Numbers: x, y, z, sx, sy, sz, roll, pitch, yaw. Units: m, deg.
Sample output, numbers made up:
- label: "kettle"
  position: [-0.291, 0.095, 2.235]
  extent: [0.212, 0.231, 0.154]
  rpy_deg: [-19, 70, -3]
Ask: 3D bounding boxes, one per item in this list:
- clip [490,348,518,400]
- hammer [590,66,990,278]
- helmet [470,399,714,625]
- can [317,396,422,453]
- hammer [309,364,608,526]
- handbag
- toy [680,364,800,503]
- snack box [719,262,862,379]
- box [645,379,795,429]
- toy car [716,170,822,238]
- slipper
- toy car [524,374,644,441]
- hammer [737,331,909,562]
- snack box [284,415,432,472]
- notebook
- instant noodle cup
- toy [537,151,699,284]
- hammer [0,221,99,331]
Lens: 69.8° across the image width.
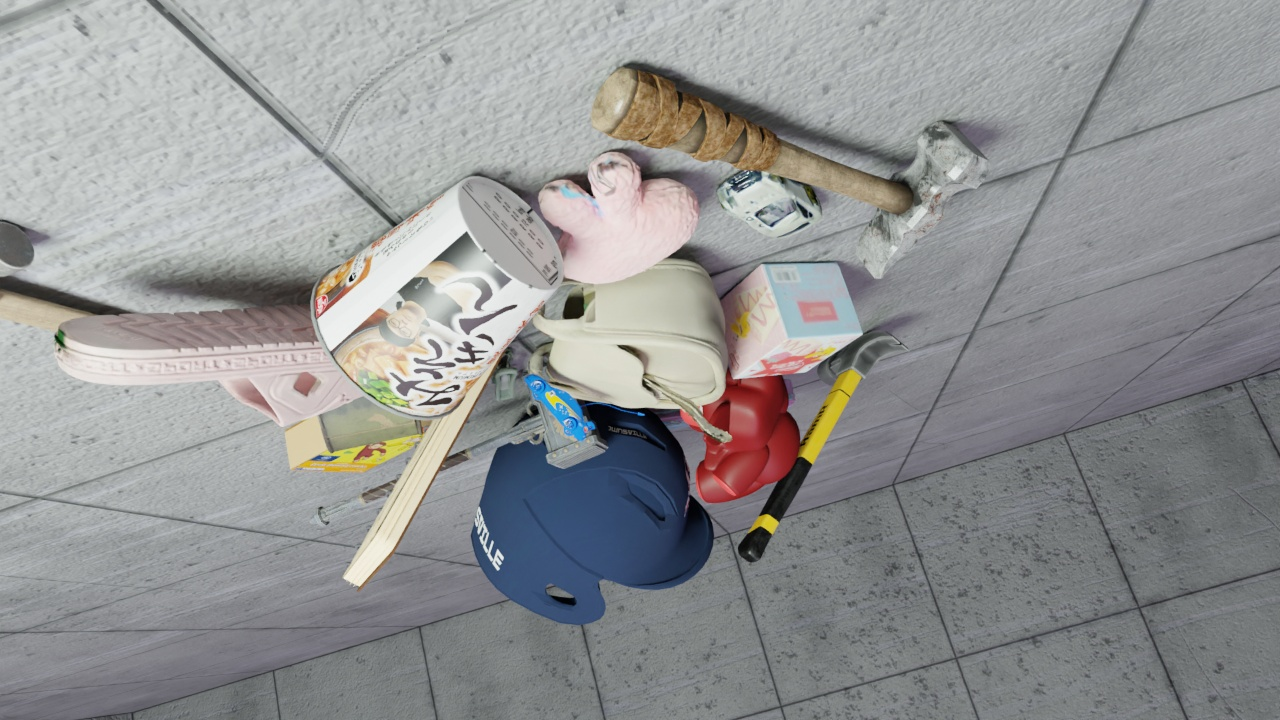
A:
- label: "clip"
  position: [-0.131, 0.014, 0.874]
  extent: [0.023, 0.044, 0.076]
  rpy_deg: [-13, 161, -15]
- label: "hammer"
  position: [0.102, -0.128, 0.603]
  extent: [0.318, 0.049, 0.122]
  rpy_deg: [7, 133, -40]
- label: "helmet"
  position: [-0.037, 0.150, 1.030]
  extent: [0.272, 0.232, 0.224]
  rpy_deg: [20, 117, -20]
- label: "can"
  position: [-0.218, 0.023, 0.727]
  extent: [0.074, 0.089, 0.090]
  rpy_deg: [-12, 162, -13]
- label: "hammer"
  position: [-0.198, 0.105, 0.935]
  extent: [0.322, 0.098, 0.044]
  rpy_deg: [-23, 161, 9]
- label: "handbag"
  position: [-0.005, 0.005, 0.790]
  extent: [0.184, 0.131, 0.229]
  rpy_deg: [-4, 163, -9]
- label: "toy"
  position: [0.104, 0.058, 0.979]
  extent: [0.121, 0.158, 0.197]
  rpy_deg: [15, 155, 24]
- label: "snack box"
  position: [0.136, -0.037, 0.867]
  extent: [0.092, 0.079, 0.095]
  rpy_deg: [-4, 159, -31]
- label: "box"
  position: [0.085, 0.060, 1.148]
  extent: [0.214, 0.033, 0.076]
  rpy_deg: [-8, 165, -9]
- label: "toy car"
  position: [0.098, -0.114, 0.684]
  extent: [0.048, 0.033, 0.105]
  rpy_deg: [-25, 159, 29]
- label: "slipper"
  position: [-0.246, 0.006, 0.598]
  extent: [0.094, 0.064, 0.238]
  rpy_deg: [21, -164, 36]
- label: "toy car"
  position: [-0.050, 0.033, 0.806]
  extent: [0.061, 0.092, 0.033]
  rpy_deg: [-40, 172, -12]
- label: "hammer"
  position: [0.199, 0.093, 1.047]
  extent: [0.323, 0.034, 0.170]
  rpy_deg: [-55, -174, -25]
- label: "snack box"
  position: [-0.269, 0.069, 0.898]
  extent: [0.126, 0.040, 0.088]
  rpy_deg: [-26, 160, 28]
- label: "notebook"
  position: [-0.176, 0.076, 0.765]
  extent: [0.024, 0.224, 0.168]
  rpy_deg: [31, 147, -11]
- label: "instant noodle cup"
  position: [-0.121, -0.045, 0.584]
  extent: [0.122, 0.123, 0.123]
  rpy_deg: [-36, 155, 27]
- label: "toy"
  position: [-0.018, -0.096, 0.617]
  extent: [0.108, 0.053, 0.105]
  rpy_deg: [-21, 150, 17]
- label: "hammer"
  position: [-0.335, -0.015, 0.637]
  extent: [0.119, 0.030, 0.331]
  rpy_deg: [-21, 164, 16]
